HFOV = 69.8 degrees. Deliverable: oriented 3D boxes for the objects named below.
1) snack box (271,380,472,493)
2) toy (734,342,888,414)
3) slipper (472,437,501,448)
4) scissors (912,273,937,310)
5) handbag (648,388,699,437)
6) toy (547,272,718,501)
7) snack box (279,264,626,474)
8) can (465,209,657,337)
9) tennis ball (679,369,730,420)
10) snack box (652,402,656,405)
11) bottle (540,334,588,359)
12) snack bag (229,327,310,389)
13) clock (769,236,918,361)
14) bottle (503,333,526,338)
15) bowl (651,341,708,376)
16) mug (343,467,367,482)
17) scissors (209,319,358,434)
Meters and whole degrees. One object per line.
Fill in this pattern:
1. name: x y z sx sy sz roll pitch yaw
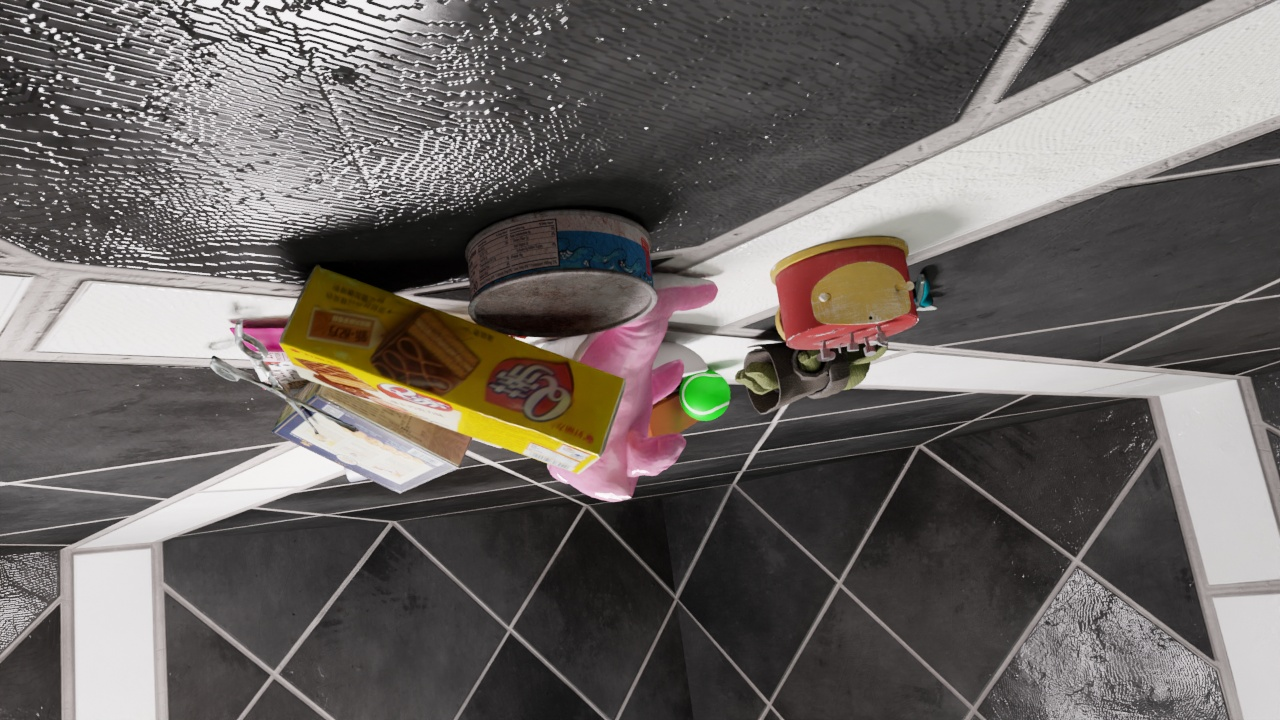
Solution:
1. snack box: -0.253 0.067 0.861 0.144 0.042 0.145 32 148 -24
2. toy: 0.186 0.008 1.040 0.152 0.078 0.180 -13 170 -17
3. slipper: -0.249 0.064 0.975 0.221 0.055 0.107 12 170 -4
4. scissors: 0.253 -0.060 0.915 0.124 0.019 0.155 -7 167 -2
5. handbag: 0.004 0.072 1.214 0.109 0.060 0.171 -13 -176 29
6. toy: -0.016 0.042 0.801 0.186 0.128 0.266 -13 143 -32
7. snack box: -0.135 0.013 0.672 0.230 0.061 0.110 20 163 -7
8. can: -0.055 -0.057 0.637 0.130 0.044 0.130 -5 164 -2
9. tennis ball: 0.082 0.044 1.168 0.065 0.065 0.065 -8 168 -2
10. snack box: -0.052 0.048 1.102 0.126 0.040 0.088 -11 -176 14
11. bottle: -0.055 -0.005 0.900 0.136 0.044 0.044 -14 167 25
12. snack bag: -0.311 0.002 0.813 0.070 0.016 0.197 1 164 -15
13. clock: 0.174 -0.042 0.793 0.117 0.081 0.159 -7 168 -3
14. bottle: -0.143 0.014 0.841 0.099 0.098 0.111 -14 153 27
15. bowl: -0.006 0.006 0.968 0.149 0.043 0.149 -12 178 -1
16. mug: -0.314 0.097 1.152 0.104 0.084 0.124 -8 -168 -8
17. scissors: -0.304 0.016 0.755 0.142 0.014 0.175 18 149 15
